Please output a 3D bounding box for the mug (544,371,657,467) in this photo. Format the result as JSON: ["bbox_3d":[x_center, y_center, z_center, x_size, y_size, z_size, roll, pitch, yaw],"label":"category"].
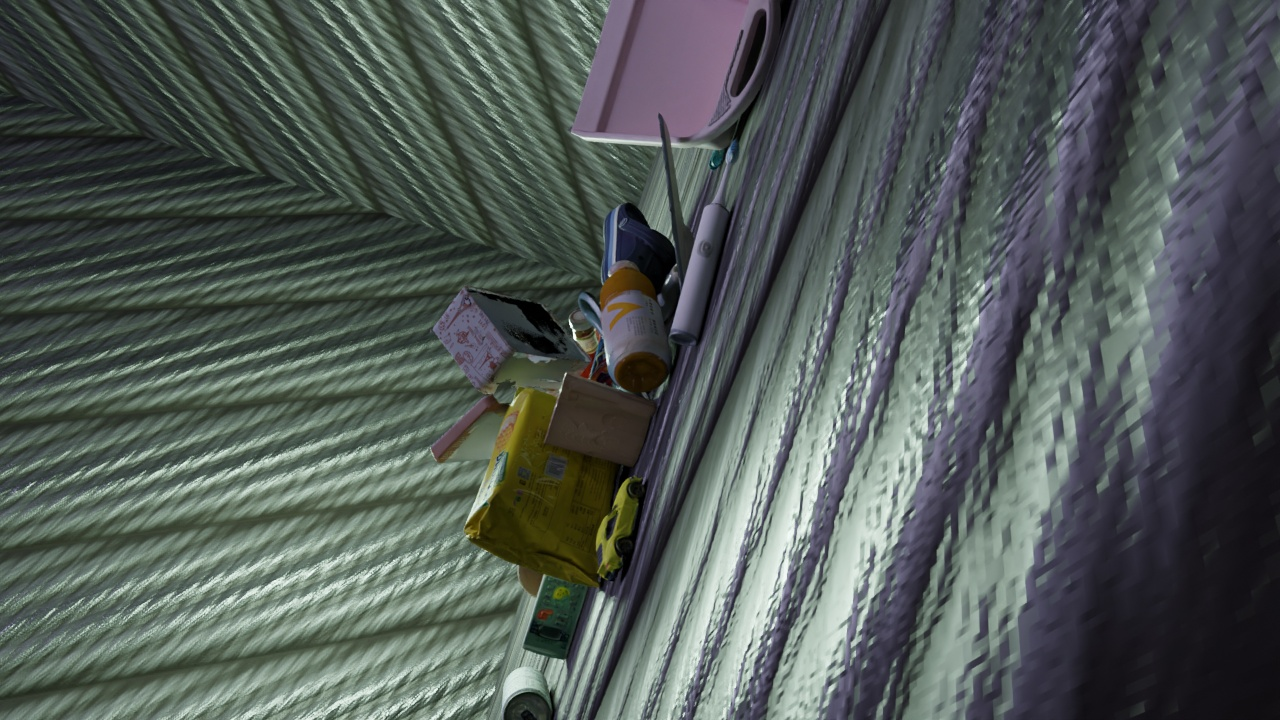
[{"bbox_3d":[-0.042,0.058,1.007,0.125,0.103,0.084,117,170,-62],"label":"mug"}]

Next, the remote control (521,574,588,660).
[{"bbox_3d":[-0.096,0.287,1.096,0.019,0.056,0.135,-151,79,-85],"label":"remote control"}]

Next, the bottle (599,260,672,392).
[{"bbox_3d":[-0.009,-0.045,1.009,0.189,0.068,0.068,-100,25,-50],"label":"bottle"}]

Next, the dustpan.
[{"bbox_3d":[0.034,-0.347,1.016,0.138,0.274,0.222,0,-74,-69],"label":"dustpan"}]

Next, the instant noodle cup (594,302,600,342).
[{"bbox_3d":[-0.030,-0.064,1.436,0.189,0.079,0.164,119,167,-73],"label":"instant noodle cup"}]

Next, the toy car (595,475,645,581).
[{"bbox_3d":[-0.021,0.154,0.862,0.048,0.032,0.105,113,174,-52],"label":"toy car"}]

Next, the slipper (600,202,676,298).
[{"bbox_3d":[0.008,-0.134,1.236,0.095,0.105,0.252,-33,34,20],"label":"slipper"}]

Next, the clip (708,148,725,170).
[{"bbox_3d":[0.095,-0.255,1.095,0.050,0.015,0.056,151,134,-86],"label":"clip"}]

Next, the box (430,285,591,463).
[{"bbox_3d":[-0.193,0.031,1.228,0.194,0.157,0.182,-49,-28,19],"label":"box"}]

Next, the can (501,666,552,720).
[{"bbox_3d":[-0.137,0.411,1.105,0.147,0.058,0.058,134,153,-79],"label":"can"}]

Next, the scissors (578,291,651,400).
[{"bbox_3d":[-0.029,0.006,1.115,0.170,0.019,0.179,54,162,30],"label":"scissors"}]

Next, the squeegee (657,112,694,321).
[{"bbox_3d":[0.039,-0.100,1.032,0.247,0.039,0.246,100,165,-66],"label":"squeegee"}]

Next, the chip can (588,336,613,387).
[{"bbox_3d":[-0.030,0.002,1.257,0.071,0.071,0.214,114,171,-55],"label":"chip can"}]

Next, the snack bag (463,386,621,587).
[{"bbox_3d":[-0.098,0.135,1.050,0.245,0.158,0.068,-79,15,-50],"label":"snack bag"}]

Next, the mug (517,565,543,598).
[{"bbox_3d":[-0.120,0.276,1.325,0.114,0.081,0.106,-45,7,6],"label":"mug"}]

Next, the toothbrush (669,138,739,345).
[{"bbox_3d":[0.066,-0.116,0.865,0.026,0.027,0.220,105,-179,-68],"label":"toothbrush"}]

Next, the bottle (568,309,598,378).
[{"bbox_3d":[-0.071,0.014,1.336,0.059,0.060,0.206,-78,-16,-47],"label":"bottle"}]
